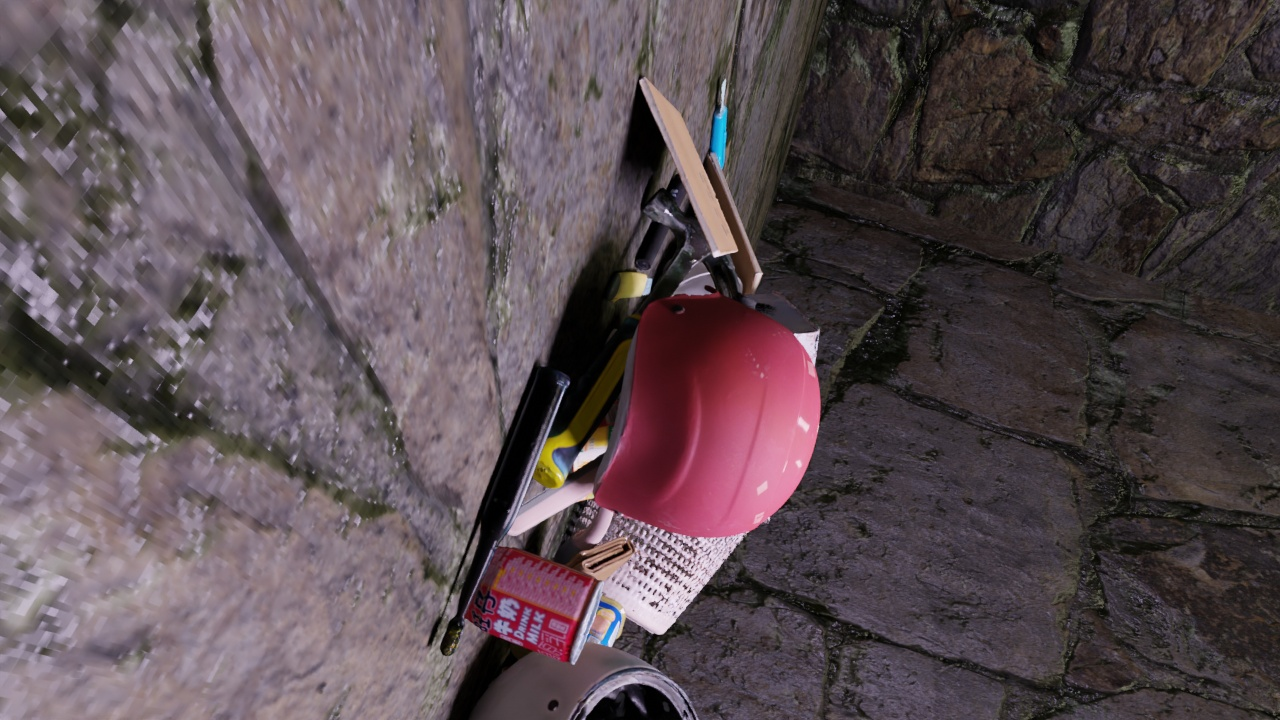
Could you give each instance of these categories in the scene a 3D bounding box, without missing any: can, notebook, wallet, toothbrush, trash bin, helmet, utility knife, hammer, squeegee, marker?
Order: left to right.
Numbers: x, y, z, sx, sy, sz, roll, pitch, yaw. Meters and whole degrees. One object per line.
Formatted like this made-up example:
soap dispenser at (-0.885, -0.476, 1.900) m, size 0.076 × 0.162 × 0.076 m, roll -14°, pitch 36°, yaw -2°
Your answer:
toothbrush at (-0.099, 0.106, 0.652) m, size 0.027 × 0.026 × 0.212 m, roll 134°, pitch -23°, yaw -77°
can at (-0.082, 0.183, 0.695) m, size 0.066 × 0.094 × 0.066 m, roll 20°, pitch 88°, yaw -83°
helmet at (-0.084, 0.375, 0.850) m, size 0.229 × 0.157 × 0.274 m, roll 16°, pitch 102°, yaw -40°
can at (-0.077, 0.284, 0.965) m, size 0.083 × 0.102 × 0.057 m, roll -51°, pitch 158°, yaw -63°
wallet at (-0.066, 0.216, 0.885) m, size 0.115 × 0.033 × 0.090 m, roll -43°, pitch 162°, yaw 28°
squeegee at (-0.056, 0.164, 0.879) m, size 0.246 × 0.040 × 0.250 m, roll -29°, pitch 159°, yaw -40°
utility knife at (-0.006, -0.074, 0.928) m, size 0.031 × 0.021 × 0.206 m, roll -70°, pitch 166°, yaw 8°
hammer at (-0.005, -0.018, 0.795) m, size 0.032 × 0.126 × 0.322 m, roll -37°, pitch -164°, yaw 50°
trash bin at (0.012, 0.211, 1.109) m, size 0.192 × 0.227 × 0.228 m, roll -57°, pitch 169°, yaw -13°
marker at (0.025, -0.147, 0.971) m, size 0.131 × 0.020 × 0.022 m, roll -67°, pitch -172°, yaw -32°
notebook at (0.047, -0.161, 0.797) m, size 0.207 × 0.008 × 0.148 m, roll -38°, pitch 105°, yaw -77°
utility knife at (0.102, -0.299, 1.184) m, size 0.205 × 0.018 × 0.034 m, roll 82°, pitch 27°, yaw -71°
notebook at (0.109, -0.146, 1.210) m, size 0.150 × 0.012 × 0.211 m, roll 101°, pitch -22°, yaw -54°
helmet at (0.079, 0.053, 0.765) m, size 0.239 × 0.144 × 0.207 m, roll -13°, pitch 122°, yaw -61°

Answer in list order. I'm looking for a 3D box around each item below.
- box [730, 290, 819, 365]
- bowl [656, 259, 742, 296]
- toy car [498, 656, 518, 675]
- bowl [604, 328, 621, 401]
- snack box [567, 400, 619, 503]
box at (0.093, 0.027, 1.104) m, size 0.157 × 0.183 × 0.194 m, roll -123°, pitch -148°, yaw -60°
bowl at (0.061, -0.093, 1.143) m, size 0.118 × 0.118 × 0.064 m, roll 98°, pitch -25°, yaw -55°
toy car at (-0.124, 0.338, 0.987) m, size 0.157 × 0.042 × 0.070 m, roll -61°, pitch 167°, yaw -68°
bowl at (-0.006, 0.005, 0.939) m, size 0.116 × 0.066 × 0.116 m, roll 20°, pitch 88°, yaw -84°
snack box at (-0.033, 0.091, 0.911) m, size 0.156 × 0.077 × 0.027 m, roll 96°, pitch -21°, yaw -57°
